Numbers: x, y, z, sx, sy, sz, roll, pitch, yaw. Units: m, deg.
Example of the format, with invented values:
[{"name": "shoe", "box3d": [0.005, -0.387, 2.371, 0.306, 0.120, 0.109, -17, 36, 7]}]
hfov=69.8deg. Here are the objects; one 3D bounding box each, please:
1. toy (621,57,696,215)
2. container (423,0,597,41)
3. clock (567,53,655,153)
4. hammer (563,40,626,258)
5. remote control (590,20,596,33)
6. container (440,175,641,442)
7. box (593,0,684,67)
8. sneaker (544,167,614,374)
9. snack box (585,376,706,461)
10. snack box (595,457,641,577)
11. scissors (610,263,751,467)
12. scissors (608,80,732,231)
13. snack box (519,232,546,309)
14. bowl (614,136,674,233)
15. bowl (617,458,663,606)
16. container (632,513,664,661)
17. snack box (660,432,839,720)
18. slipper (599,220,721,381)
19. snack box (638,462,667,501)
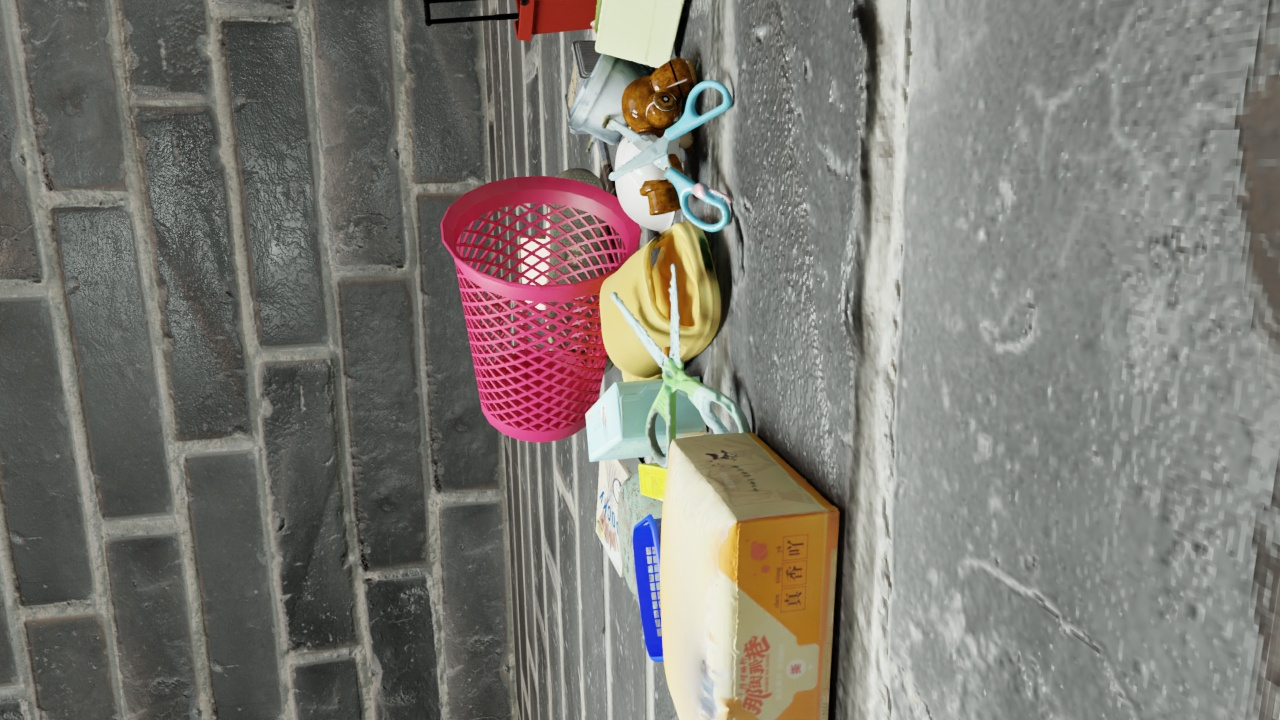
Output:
[{"name": "toy", "box3d": [0.015, -0.176, 0.738, 0.087, 0.067, 0.112, 175, 82, -77]}, {"name": "container", "box3d": [-0.120, -0.407, 0.933, 0.127, 0.200, 0.148, 105, 158, -56]}, {"name": "clock", "box3d": [-0.021, -0.255, 0.832, 0.129, 0.052, 0.090, -68, 12, -14]}, {"name": "hammer", "box3d": [-0.031, -0.187, 0.983, 0.099, 0.044, 0.321, 113, 148, -63]}, {"name": "remote control", "box3d": [-0.019, -0.329, 0.877, 0.125, 0.038, 0.018, -131, 17, -70]}, {"name": "container", "box3d": [-0.100, -0.040, 0.925, 0.183, 0.183, 0.226, -108, 18, -46]}, {"name": "box", "box3d": [0.005, -0.321, 0.705, 0.188, 0.077, 0.089, 109, 155, -56]}, {"name": "sneaker", "box3d": [-0.077, -0.099, 1.089, 0.102, 0.089, 0.241, 173, 94, -76]}, {"name": "snack box", "box3d": [0.000, 0.056, 0.829, 0.175, 0.075, 0.053, 131, 133, -73]}, {"name": "snack box", "box3d": [-0.023, 0.163, 1.042, 0.082, 0.026, 0.150, -129, 36, -49]}, {"name": "scissors", "box3d": [0.030, 0.010, 0.688, 0.168, 0.023, 0.172, 34, 133, 47]}, {"name": "scissors", "box3d": [0.027, -0.161, 0.679, 0.136, 0.015, 0.126, 39, 125, 23]}, {"name": "snack box", "box3d": [-0.109, -0.123, 1.191, 0.125, 0.040, 0.088, -39, -49, -66]}, {"name": "bowl", "box3d": [0.000, -0.170, 0.839, 0.110, 0.040, 0.110, 175, 91, -77]}, {"name": "bowl", "box3d": [0.007, 0.176, 0.912, 0.157, 0.038, 0.157, 175, 91, -77]}, {"name": "container", "box3d": [0.035, 0.184, 0.752, 0.096, 0.058, 0.114, 122, 142, -69]}, {"name": "snack box", "box3d": [0.059, 0.162, 0.590, 0.145, 0.080, 0.195, -133, 41, -71]}, {"name": "slipper", "box3d": [0.002, -0.036, 0.790, 0.264, 0.078, 0.099, 118, 149, -66]}, {"name": "snack box", "box3d": [0.034, 0.102, 0.773, 0.148, 0.040, 0.029, 161, 105, -77]}]
